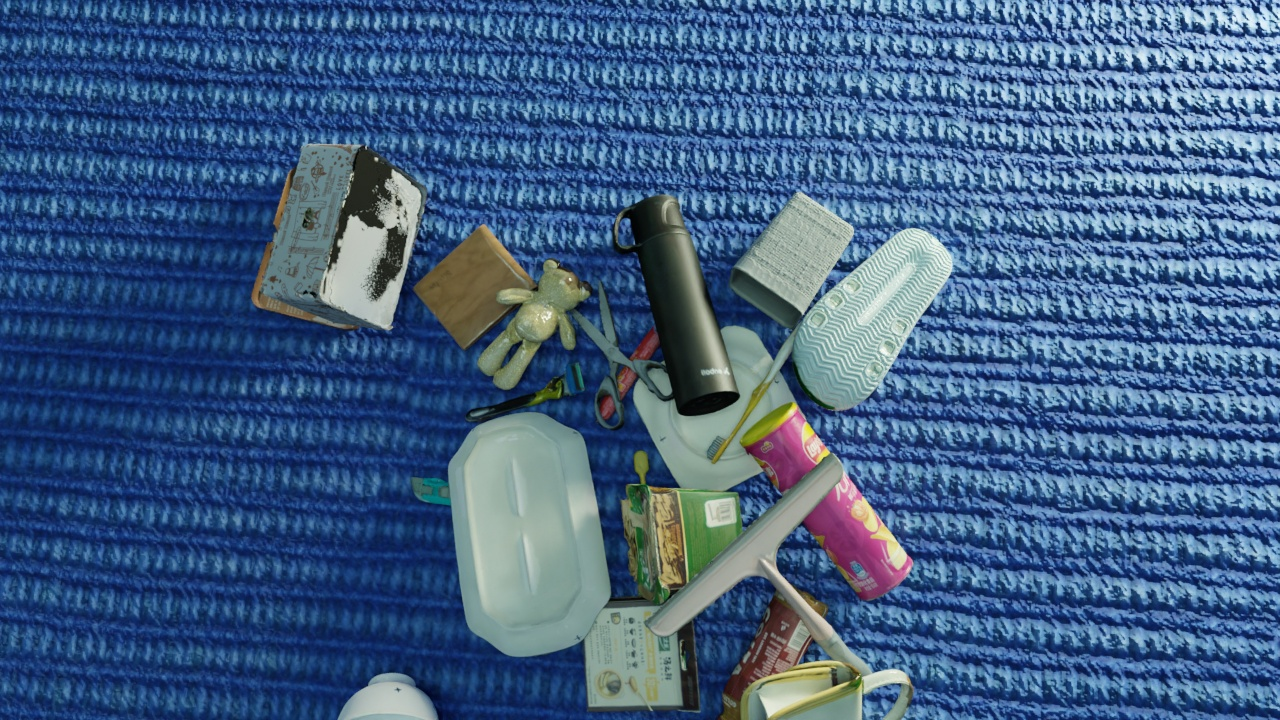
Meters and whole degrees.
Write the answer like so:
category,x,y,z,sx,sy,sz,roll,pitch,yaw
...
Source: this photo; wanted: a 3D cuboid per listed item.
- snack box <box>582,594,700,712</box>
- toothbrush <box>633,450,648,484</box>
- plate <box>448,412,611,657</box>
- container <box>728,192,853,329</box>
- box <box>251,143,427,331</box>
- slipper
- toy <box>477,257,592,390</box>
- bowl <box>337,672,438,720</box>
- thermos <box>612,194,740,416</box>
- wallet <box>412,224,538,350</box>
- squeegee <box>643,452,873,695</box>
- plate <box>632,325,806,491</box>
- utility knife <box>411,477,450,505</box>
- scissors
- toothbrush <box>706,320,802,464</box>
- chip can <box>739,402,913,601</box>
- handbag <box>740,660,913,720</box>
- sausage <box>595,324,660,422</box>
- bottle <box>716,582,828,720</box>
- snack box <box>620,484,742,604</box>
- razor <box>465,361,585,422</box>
category,x,y,z,sx,sy,sz,roll,pitch,yaw
snack box,0.003,0.307,0.964,0.126,0.053,0.113,-6,82,15
toothbrush,0.009,0.194,1.011,0.016,0.016,0.190,-6,83,1
plate,-0.125,0.178,0.983,0.162,0.034,0.265,-11,69,2
container,0.167,-0.112,1.009,0.090,0.090,0.114,35,82,7
box,-0.361,-0.140,1.024,0.193,0.156,0.183,8,79,21
slipper,0.250,-0.048,1.005,0.104,0.074,0.245,40,70,9
toy,-0.121,-0.038,1.032,0.105,0.066,0.157,38,92,1
bowl,-0.265,0.372,0.970,0.118,0.118,0.064,-9,43,2
thermos,0.032,-0.061,0.996,0.090,0.069,0.242,-9,68,-16
wallet,-0.192,-0.084,1.061,0.115,0.020,0.101,-42,80,0
squeegee,0.174,0.262,0.915,0.247,0.040,0.249,-42,111,-6
plate,0.088,0.055,1.017,0.163,0.034,0.164,-30,82,-2
utility knife,-0.183,0.152,1.028,0.157,0.013,0.029,6,82,4
scissors,-0.028,-0.004,1.025,0.159,0.014,0.175,13,80,17
toothbrush,0.127,0.030,0.993,0.018,0.016,0.191,32,83,14
chip can,0.195,0.147,0.960,0.071,0.071,0.210,-37,92,-3
handbag,0.190,0.371,0.924,0.178,0.063,0.163,-14,118,-14
sausage,-0.006,0.006,1.036,0.020,0.020,0.155,34,85,7
bottle,0.133,0.322,0.964,0.057,0.057,0.175,29,84,7
snack box,0.047,0.180,0.953,0.105,0.118,0.118,-6,85,-16
razor,-0.130,0.045,1.037,0.143,0.022,0.042,-20,51,4
